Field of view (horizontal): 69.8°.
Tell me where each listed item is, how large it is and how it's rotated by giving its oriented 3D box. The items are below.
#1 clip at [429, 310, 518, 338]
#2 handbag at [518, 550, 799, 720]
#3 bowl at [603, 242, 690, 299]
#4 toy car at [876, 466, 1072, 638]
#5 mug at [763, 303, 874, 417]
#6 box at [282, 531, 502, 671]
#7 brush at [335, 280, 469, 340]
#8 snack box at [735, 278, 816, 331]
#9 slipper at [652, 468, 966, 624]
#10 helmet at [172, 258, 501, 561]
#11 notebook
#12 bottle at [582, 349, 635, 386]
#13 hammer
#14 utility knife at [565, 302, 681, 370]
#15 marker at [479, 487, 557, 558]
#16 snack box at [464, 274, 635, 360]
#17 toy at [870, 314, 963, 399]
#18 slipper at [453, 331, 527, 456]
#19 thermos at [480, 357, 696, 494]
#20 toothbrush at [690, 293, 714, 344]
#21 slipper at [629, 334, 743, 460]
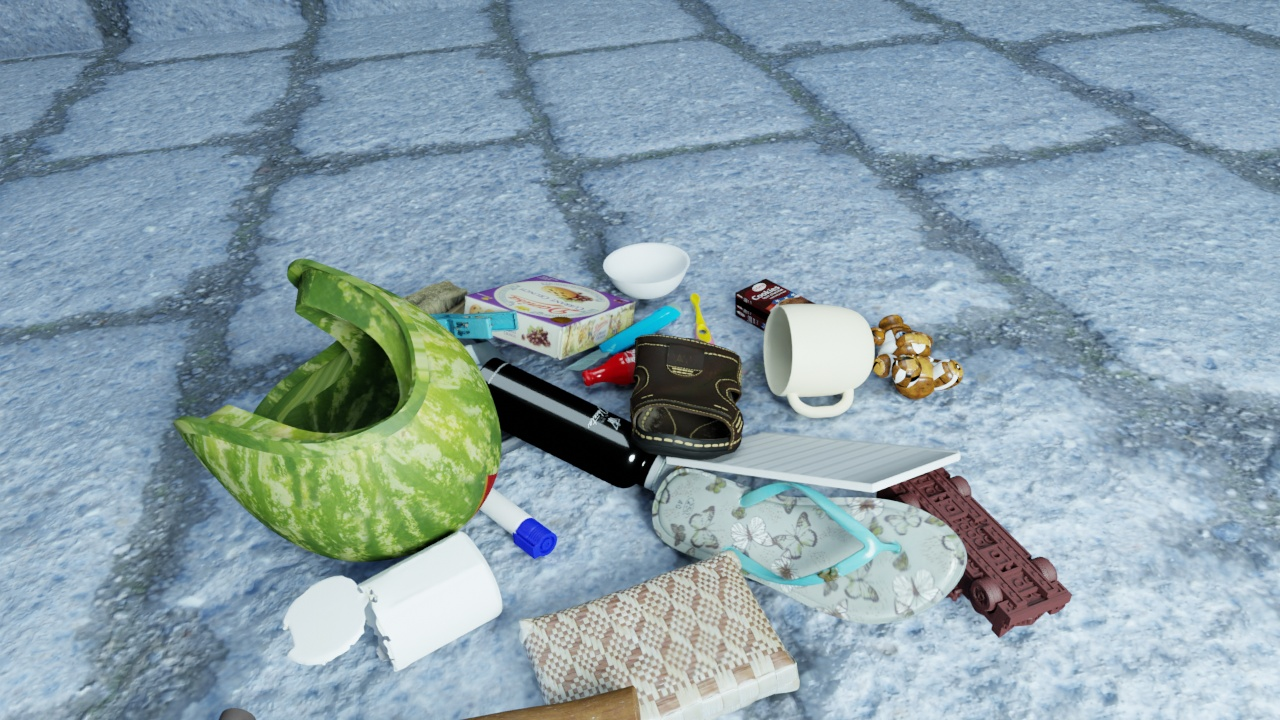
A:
[{"bbox_3d":[-0.206,-0.034,0.987,0.127,0.028,0.113,2,9,32],"label":"clip"},{"bbox_3d":[0.012,0.221,0.690,0.185,0.047,0.124,-16,42,-13],"label":"handbag"},{"bbox_3d":[0.009,-0.107,1.175,0.110,0.041,0.109,-3,34,2],"label":"bowl"},{"bbox_3d":[0.261,0.154,0.744,0.070,0.062,0.169,-15,37,-15],"label":"toy car"},{"bbox_3d":[0.192,0.001,0.959,0.099,0.096,0.120,-1,74,-10],"label":"mug"},{"bbox_3d":[-0.192,0.194,0.713,0.165,0.093,0.083,-27,51,-25],"label":"box"},{"bbox_3d":[-0.287,-0.045,1.114,0.194,0.043,0.059,-33,44,-33],"label":"brush"},{"bbox_3d":[0.178,-0.049,1.079,0.050,0.032,0.141,-26,40,-28],"label":"snack box"},{"bbox_3d":[0.118,0.147,0.740,0.269,0.098,0.054,7,-10,32],"label":"slipper"},{"bbox_3d":[-0.238,0.061,0.785,0.243,0.248,0.212,21,62,5],"label":"helmet"},{"bbox_3d":[0.148,0.085,0.802,0.142,0.009,0.210,-8,7,-44],"label":"notebook"},{"bbox_3d":[-0.006,0.006,1.015,0.119,0.036,0.036,-15,36,-14],"label":"bottle"},{"bbox_3d":[-0.160,0.266,0.622,0.323,0.033,0.115,-12,34,3],"label":"hammer"},{"bbox_3d":[-0.014,-0.028,1.072,0.031,0.015,0.204,23,35,32],"label":"utility knife"},{"bbox_3d":[-0.130,0.139,0.846,0.027,0.023,0.133,-30,42,-35],"label":"marker"},{"bbox_3d":[-0.105,-0.054,1.078,0.143,0.041,0.147,18,24,28],"label":"snack box"},{"bbox_3d":[0.284,-0.006,0.976,0.087,0.067,0.112,6,46,-13],"label":"toy"},{"bbox_3d":[-0.188,0.009,0.993,0.110,0.083,0.268,-19,35,-23],"label":"slipper"},{"bbox_3d":[-0.051,0.072,0.870,0.231,0.061,0.061,25,41,11],"label":"thermos"},{"bbox_3d":[0.073,-0.040,1.094,0.021,0.016,0.135,-4,36,-3],"label":"toothbrush"},{"bbox_3d":[0.045,0.019,0.877,0.113,0.076,0.267,8,21,3],"label":"slipper"}]
